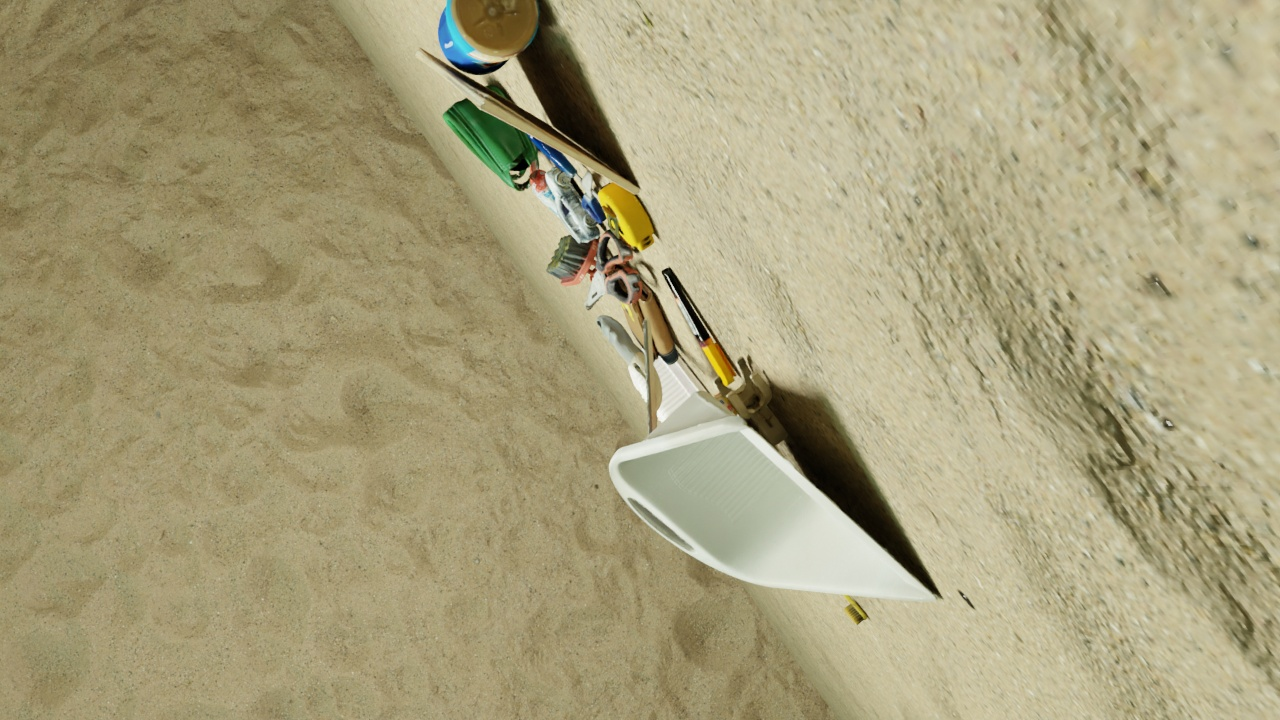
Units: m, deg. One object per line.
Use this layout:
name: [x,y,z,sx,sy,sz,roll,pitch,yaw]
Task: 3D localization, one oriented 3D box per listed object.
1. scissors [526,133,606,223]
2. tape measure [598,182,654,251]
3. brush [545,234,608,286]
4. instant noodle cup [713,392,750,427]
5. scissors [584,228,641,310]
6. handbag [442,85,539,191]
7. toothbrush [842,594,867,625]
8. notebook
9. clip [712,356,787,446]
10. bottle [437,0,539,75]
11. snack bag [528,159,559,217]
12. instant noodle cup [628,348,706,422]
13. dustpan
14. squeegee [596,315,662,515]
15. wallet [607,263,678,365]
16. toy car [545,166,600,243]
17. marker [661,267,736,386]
scissors: [-0.056,-0.171,0.895,0.176,0.012,0.162,47,176,17]
tape measure: [-0.016,-0.125,0.788,0.060,0.029,0.057,50,172,35]
brush: [-0.070,-0.120,1.132,0.069,0.063,0.146,25,179,-12]
instant noodle cup: [0.082,0.105,0.955,0.099,0.111,0.111,46,173,12]
scissors: [-0.033,-0.075,1.005,0.177,0.015,0.211,54,158,37]
handbag: [-0.170,-0.258,1.077,0.120,0.068,0.131,56,174,-21]
toothbrush: [0.208,0.242,1.118,0.190,0.016,0.016,51,172,34]
notebook: [-0.100,-0.206,0.777,0.149,0.012,0.211,24,-166,-35]
clip: [0.097,0.038,0.796,0.076,0.035,0.101,49,177,37]
bottle: [-0.128,-0.264,0.731,0.065,0.065,0.219,57,174,-19]
snack bag: [-0.094,-0.182,1.044,0.105,0.026,0.045,44,-165,-36]
instant noodle cup: [0.048,0.054,1.140,0.173,0.060,0.138,54,174,18]
dustpan: [0.081,0.139,0.793,0.222,0.142,0.257,42,-178,-16]
squeegee: [-0.006,0.006,1.057,0.246,0.039,0.247,-119,21,-56]
wallet: [0.002,-0.054,1.044,0.090,0.033,0.115,51,170,40]
toy car: [-0.076,-0.169,1.003,0.090,0.034,0.043,57,177,-8]
marker: [0.053,-0.031,0.842,0.124,0.015,0.018,59,172,-11]
